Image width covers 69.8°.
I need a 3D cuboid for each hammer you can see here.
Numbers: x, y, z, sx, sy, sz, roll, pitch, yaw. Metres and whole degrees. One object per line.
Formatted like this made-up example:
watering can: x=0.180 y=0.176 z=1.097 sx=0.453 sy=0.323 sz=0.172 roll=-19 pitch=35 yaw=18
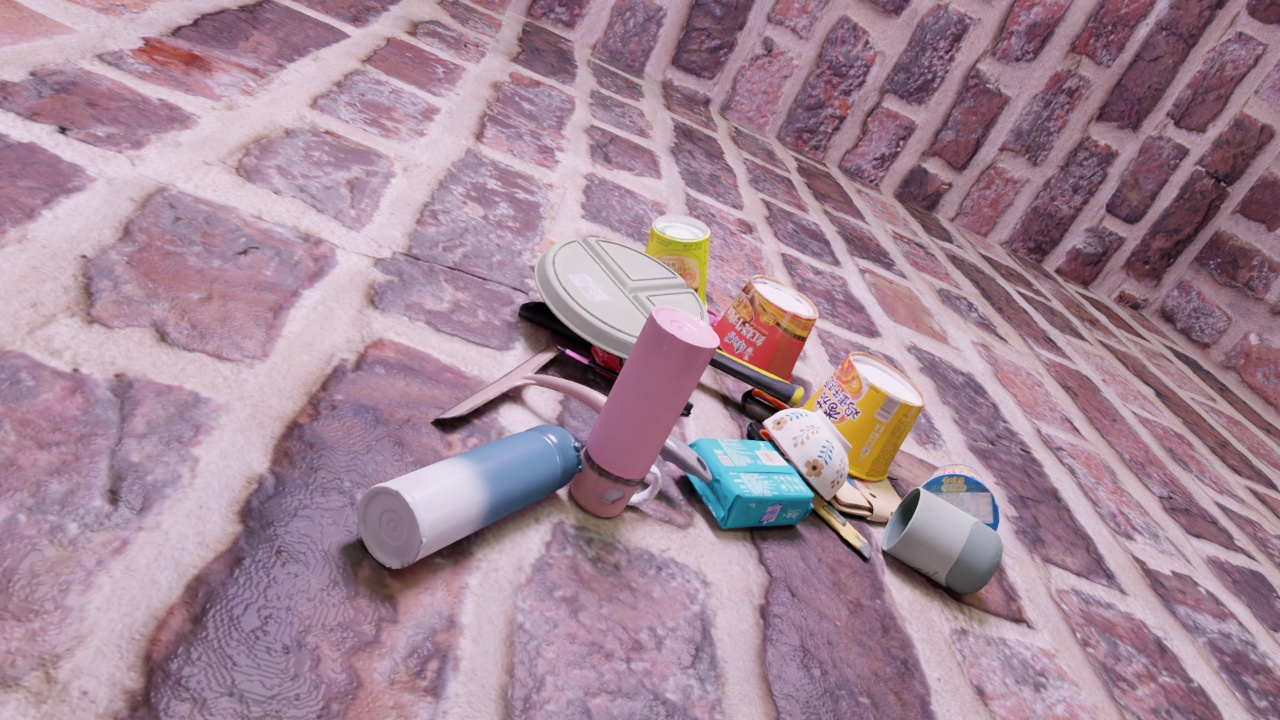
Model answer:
hammer: x=0.054 y=-0.020 z=1.155 sx=0.323 sy=0.032 sz=0.126 roll=26 pitch=11 yaw=4

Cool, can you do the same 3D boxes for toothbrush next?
toothbrush: x=-0.015 y=0.021 z=1.046 sx=0.189 sy=0.018 sz=0.014 roll=27 pitch=15 yaw=-25

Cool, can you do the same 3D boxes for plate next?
plate: x=-0.016 y=-0.078 z=1.102 sx=0.230 sy=0.028 sz=0.229 roll=20 pitch=33 yaw=-14

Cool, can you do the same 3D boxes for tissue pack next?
tissue pack: x=0.109 y=0.128 z=0.958 sx=0.133 sy=0.050 sz=0.093 roll=7 pitch=33 yaw=-37

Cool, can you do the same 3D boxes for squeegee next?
squeegee: x=-0.036 y=0.056 z=0.926 sx=0.250 sy=0.040 sz=0.247 roll=25 pitch=23 yaw=11

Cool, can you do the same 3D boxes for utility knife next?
utility knife: x=0.198 y=0.163 z=1.033 sx=0.166 sy=0.018 sz=0.030 roll=38 pitch=20 yaw=31

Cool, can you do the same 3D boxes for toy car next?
toy car: x=-0.006 y=0.006 z=1.081 sx=0.120 sy=0.045 sz=0.053 roll=22 pitch=26 yaw=-31

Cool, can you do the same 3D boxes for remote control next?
remote control: x=-0.082 y=-0.044 z=1.125 sx=0.136 sy=0.024 sz=0.053 roll=23 pitch=23 yaw=-11

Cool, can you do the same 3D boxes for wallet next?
wallet: x=0.264 y=0.158 z=1.091 sx=0.115 sy=0.024 sz=0.087 roll=16 pitch=28 yaw=-27

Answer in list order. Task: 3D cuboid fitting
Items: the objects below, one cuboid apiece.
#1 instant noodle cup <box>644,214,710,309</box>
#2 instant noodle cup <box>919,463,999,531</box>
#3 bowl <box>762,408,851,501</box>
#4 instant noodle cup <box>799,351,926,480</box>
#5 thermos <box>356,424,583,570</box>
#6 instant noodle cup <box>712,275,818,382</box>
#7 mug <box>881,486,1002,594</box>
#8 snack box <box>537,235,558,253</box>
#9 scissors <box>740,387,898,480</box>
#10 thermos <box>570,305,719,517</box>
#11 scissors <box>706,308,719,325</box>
instant noodle cup: x=0.047 y=-0.133 z=1.275 sx=0.111 sy=0.124 sz=0.111 roll=6 pitch=33 yaw=-4
instant noodle cup: x=0.382 y=0.171 z=1.115 sx=0.099 sy=0.099 sz=0.109 roll=34 pitch=18 yaw=12
bowl: x=0.197 y=0.096 z=1.032 sx=0.113 sy=0.062 sz=0.113 roll=50 pitch=5 yaw=-7
instant noodle cup: x=0.275 y=0.062 z=1.131 sx=0.138 sy=0.110 sz=0.137 roll=24 pitch=24 yaw=-12
thermos: x=-0.129 y=0.103 z=0.753 sx=0.070 sy=0.070 sz=0.219 roll=37 pitch=25 yaw=19
instant noodle cup: x=0.180 y=-0.048 z=1.299 sx=0.138 sy=0.109 sz=0.137 roll=23 pitch=25 yaw=-12
mug: x=0.333 y=0.202 z=1.023 sx=0.106 sy=0.082 sz=0.112 roll=29 pitch=-7 yaw=4
snack box: x=-0.055 y=-0.118 z=1.236 sx=0.157 sy=0.026 sz=0.084 roll=28 pitch=4 yaw=24
scissors: x=0.222 y=0.109 z=1.150 sx=0.229 sy=0.022 sz=0.189 roll=36 pitch=29 yaw=10
thermos: x=0.007 y=0.053 z=0.823 sx=0.087 sy=0.199 sz=0.067 roll=14 pitch=26 yaw=-23
scissors: x=0.060 y=-0.089 z=1.371 sx=0.056 sy=0.017 sz=0.133 roll=-14 pitch=43 yaw=-44
